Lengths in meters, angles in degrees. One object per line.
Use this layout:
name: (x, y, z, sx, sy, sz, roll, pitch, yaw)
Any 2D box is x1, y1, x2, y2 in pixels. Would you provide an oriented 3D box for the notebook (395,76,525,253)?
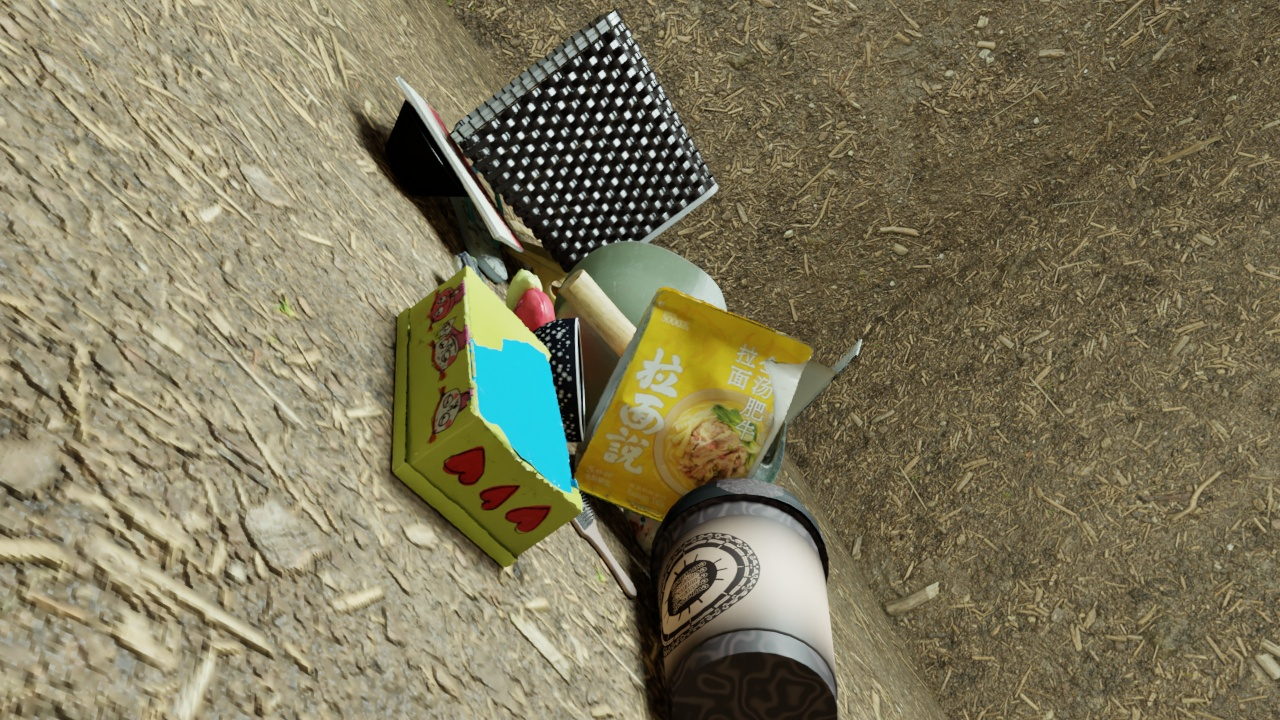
notebook: (-0.207, -0.223, 1.078, 0.208, 0.012, 0.153, 57, 3, 1)

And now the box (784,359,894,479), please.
box: (0.117, 0.034, 1.198, 0.418, 0.167, 0.108, 30, 35, -11)

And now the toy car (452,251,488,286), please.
toy car: (-0.166, -0.063, 0.948, 0.048, 0.033, 0.105, 60, -4, 40)

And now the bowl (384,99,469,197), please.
bowl: (-0.249, -0.223, 1.028, 0.124, 0.052, 0.124, 58, 1, -2)

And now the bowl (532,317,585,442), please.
bowl: (-0.090, 0.020, 0.884, 0.120, 0.066, 0.120, 170, -83, -89)

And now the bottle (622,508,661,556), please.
bottle: (0.022, 0.173, 0.963, 0.109, 0.063, 0.063, 46, 7, 7)

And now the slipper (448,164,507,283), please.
slipper: (-0.205, -0.195, 1.193, 0.098, 0.055, 0.268, 49, 11, -47)

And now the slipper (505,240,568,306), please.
slipper: (-0.086, -0.086, 1.313, 0.263, 0.078, 0.099, 29, 15, -16)

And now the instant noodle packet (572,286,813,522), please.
instant noodle packet: (0.047, 0.049, 0.891, 0.163, 0.222, 0.084, 22, 26, -8)

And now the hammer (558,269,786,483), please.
hammer: (0.036, 0.031, 0.964, 0.330, 0.132, 0.033, 47, -5, -24)

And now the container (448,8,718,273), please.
container: (-0.072, -0.274, 1.201, 0.243, 0.246, 0.247, 53, 4, -20)

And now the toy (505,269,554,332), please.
toy: (-0.117, -0.034, 0.986, 0.092, 0.045, 0.135, 118, -39, -55)

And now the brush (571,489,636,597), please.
brush: (-0.040, 0.157, 0.841, 0.135, 0.015, 0.050, 55, 9, 3)

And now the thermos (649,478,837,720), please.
thermos: (0.091, 0.230, 0.806, 0.173, 0.173, 0.225, 52, 16, -17)

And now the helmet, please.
helmet: (-0.006, 0.006, 1.055, 0.268, 0.228, 0.153, 44, 26, -2)

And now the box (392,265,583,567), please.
box: (-0.119, 0.035, 0.691, 0.124, 0.079, 0.220, 48, 14, -34)
